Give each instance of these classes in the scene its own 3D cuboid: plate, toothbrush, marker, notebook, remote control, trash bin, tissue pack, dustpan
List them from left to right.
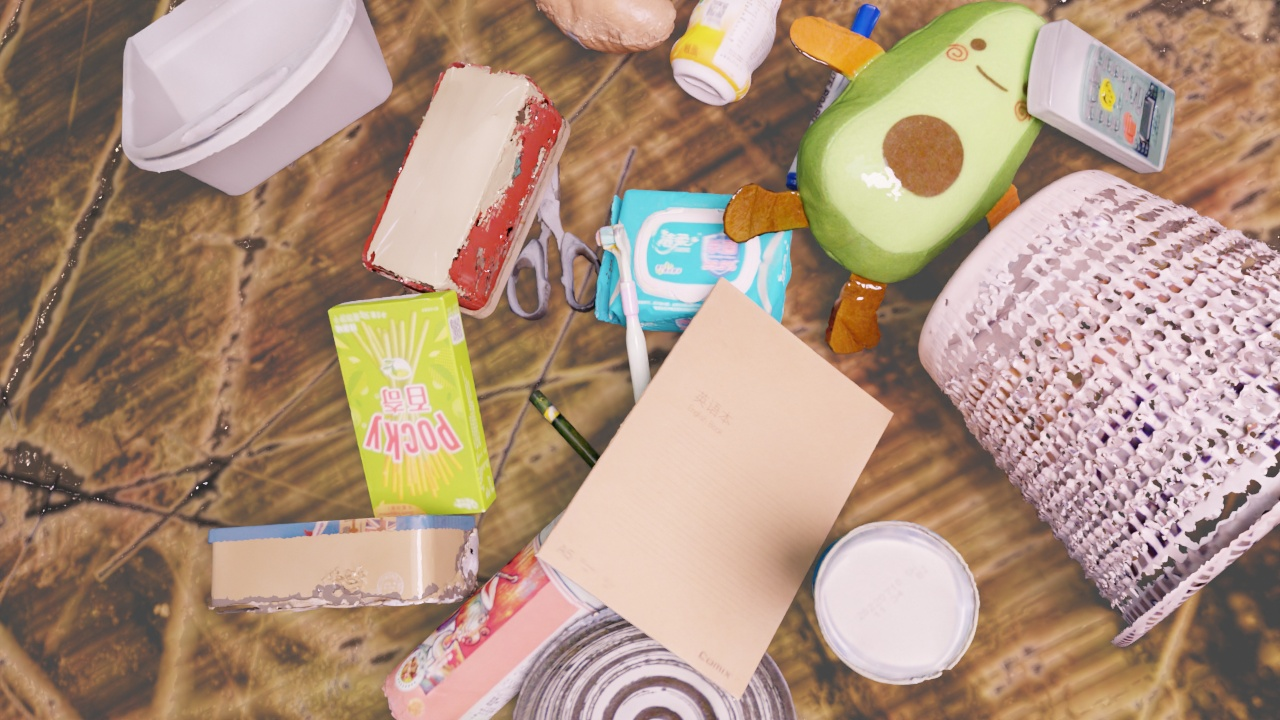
[{"bbox_3d":[-0.312,-0.246,0.704,0.223,0.142,0.257,-32,75,4],"label":"dustpan"},{"bbox_3d":[-0.013,0.085,0.637,0.017,0.012,0.186,-44,73,-4],"label":"toothbrush"},{"bbox_3d":[-0.004,0.004,0.616,0.020,0.029,0.189,-14,101,-24],"label":"toothbrush"},{"bbox_3d":[0.008,0.234,0.576,0.179,0.024,0.179,0,96,-4],"label":"plate"},{"bbox_3d":[0.037,-0.067,0.637,0.133,0.050,0.093,4,81,14],"label":"tissue pack"},{"bbox_3d":[0.053,0.073,0.563,0.149,0.012,0.211,38,70,-10],"label":"notebook"},{"bbox_3d":[0.138,-0.188,0.658,0.017,0.017,0.145,22,84,15],"label":"marker"},{"bbox_3d":[0.288,-0.161,0.569,0.019,0.135,0.056,7,86,56],"label":"remote control"},{"bbox_3d":[0.272,0.009,0.501,0.227,0.227,0.192,-42,61,1],"label":"trash bin"}]

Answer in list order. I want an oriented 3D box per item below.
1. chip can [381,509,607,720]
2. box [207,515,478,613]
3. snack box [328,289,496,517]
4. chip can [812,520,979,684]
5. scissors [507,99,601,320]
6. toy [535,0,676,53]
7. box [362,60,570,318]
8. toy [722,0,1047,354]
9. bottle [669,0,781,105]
[{"bbox_3d":[-0.066,0.159,0.595,0.215,0.071,0.071,-44,73,6],"label":"chip can"},{"bbox_3d":[-0.207,0.139,0.627,0.184,0.090,0.061,-4,78,13],"label":"box"},{"bbox_3d":[-0.156,0.033,0.636,0.086,0.026,0.156,-4,106,12],"label":"snack box"},{"bbox_3d":[0.128,0.125,0.494,0.071,0.210,0.071,-2,78,11],"label":"chip can"},{"bbox_3d":[-0.076,-0.111,0.690,0.146,0.014,0.172,-44,73,0],"label":"scissors"},{"bbox_3d":[0.013,-0.330,0.686,0.143,0.082,0.226,37,84,16],"label":"toy"},{"bbox_3d":[-0.127,-0.126,0.663,0.091,0.080,0.168,19,84,25],"label":"box"},{"bbox_3d":[0.174,-0.130,0.585,0.227,0.090,0.246,41,90,-14],"label":"toy"},{"bbox_3d":[0.068,-0.240,0.659,0.063,0.063,0.108,28,86,16],"label":"bottle"}]
